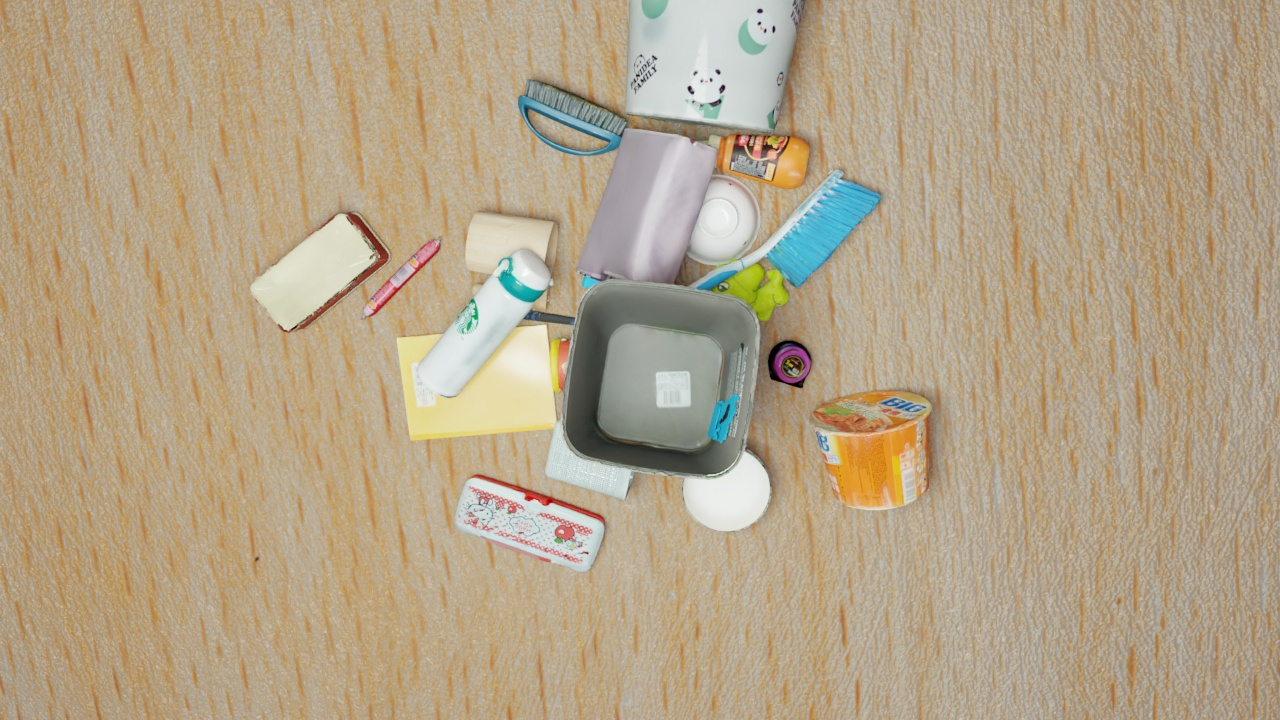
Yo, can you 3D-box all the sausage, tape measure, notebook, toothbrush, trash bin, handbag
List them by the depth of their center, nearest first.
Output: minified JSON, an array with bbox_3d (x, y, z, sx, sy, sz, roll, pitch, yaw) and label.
[{"bbox_3d":[0.025,0.027,1.054,0.199,0.220,0.199,8,86,3],"label":"trash bin"},{"bbox_3d":[0.086,-0.406,1.077,0.229,0.229,0.252,8,103,1],"label":"trash bin"},{"bbox_3d":[0.013,-0.179,1.134,0.098,0.145,0.197,16,97,-28],"label":"handbag"},{"bbox_3d":[0.196,0.003,1.209,0.057,0.039,0.058,15,103,0],"label":"tape measure"},{"bbox_3d":[-0.321,-0.110,1.227,0.156,0.020,0.020,-43,94,7],"label":"sausage"},{"bbox_3d":[-0.138,-0.058,1.228,0.189,0.016,0.014,8,103,0],"label":"toothbrush"},{"bbox_3d":[-0.221,0.030,1.245,0.206,0.010,0.146,-5,98,3],"label":"notebook"}]

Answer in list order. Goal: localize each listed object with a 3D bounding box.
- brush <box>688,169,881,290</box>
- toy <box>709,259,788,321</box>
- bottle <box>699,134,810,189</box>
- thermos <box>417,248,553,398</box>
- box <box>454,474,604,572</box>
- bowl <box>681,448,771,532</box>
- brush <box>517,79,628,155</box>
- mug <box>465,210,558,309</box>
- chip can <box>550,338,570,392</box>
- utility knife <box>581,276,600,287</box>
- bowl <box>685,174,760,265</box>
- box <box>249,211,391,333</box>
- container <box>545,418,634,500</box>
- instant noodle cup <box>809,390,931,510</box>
[{"bbox_3d":[0.163,-0.127,1.165,0.109,0.060,0.314,43,84,3],"label":"brush"},{"bbox_3d":[0.140,-0.095,1.203,0.097,0.031,0.100,-43,98,5],"label":"toy"},{"bbox_3d":[0.138,-0.260,1.169,0.149,0.066,0.067,11,98,8],"label":"bottle"},{"bbox_3d":[-0.197,-0.048,1.156,0.073,0.073,0.225,42,117,-3],"label":"thermos"},{"bbox_3d":[-0.151,0.223,1.249,0.201,0.047,0.087,19,98,-1],"label":"box"},{"bbox_3d":[0.113,0.164,1.220,0.116,0.066,0.116,0,97,3],"label":"bowl"},{"bbox_3d":[-0.091,-0.303,1.173,0.144,0.055,0.073,23,96,-1],"label":"brush"},{"bbox_3d":[-0.167,-0.130,1.195,0.103,0.084,0.125,10,124,2],"label":"mug"},{"bbox_3d":[-0.007,0.007,1.203,0.216,0.073,0.073,0,97,1],"label":"chip can"},{"bbox_3d":[-0.035,-0.181,1.206,0.034,0.018,0.186,18,97,0],"label":"utility knife"},{"bbox_3d":[0.097,-0.181,1.176,0.118,0.064,0.118,0,97,3],"label":"bowl"},{"bbox_3d":[-0.422,-0.117,1.201,0.168,0.077,0.091,-37,95,6],"label":"box"},{"bbox_3d":[-0.061,0.122,1.212,0.111,0.090,0.090,12,98,4],"label":"container"},{"bbox_3d":[0.299,0.115,1.171,0.151,0.151,0.111,-11,105,4],"label":"instant noodle cup"}]
